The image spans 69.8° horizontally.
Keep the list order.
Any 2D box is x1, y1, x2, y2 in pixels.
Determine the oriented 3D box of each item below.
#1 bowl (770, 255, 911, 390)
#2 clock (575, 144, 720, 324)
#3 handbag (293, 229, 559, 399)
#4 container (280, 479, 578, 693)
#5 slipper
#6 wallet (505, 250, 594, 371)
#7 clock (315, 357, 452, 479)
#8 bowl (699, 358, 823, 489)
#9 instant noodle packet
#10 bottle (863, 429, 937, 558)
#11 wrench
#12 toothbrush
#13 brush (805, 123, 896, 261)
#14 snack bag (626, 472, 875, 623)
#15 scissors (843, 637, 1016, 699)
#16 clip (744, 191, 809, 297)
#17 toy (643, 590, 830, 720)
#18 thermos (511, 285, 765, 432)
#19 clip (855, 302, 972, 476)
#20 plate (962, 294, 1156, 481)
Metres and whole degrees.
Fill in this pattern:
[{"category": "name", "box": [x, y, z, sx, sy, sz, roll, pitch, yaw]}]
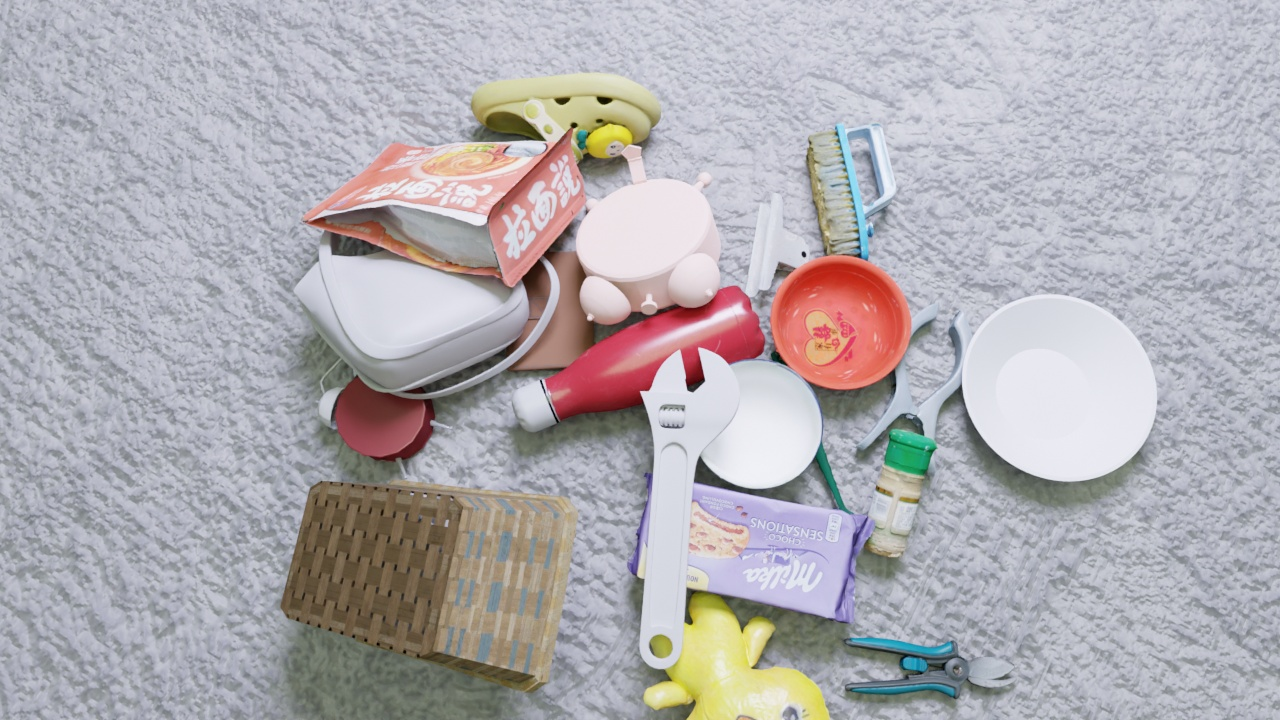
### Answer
[{"category": "bowl", "box": [0.186, -0.031, 0.870, 0.130, 0.045, 0.130, 0, 76, 2]}, {"category": "clock", "box": [0.004, -0.114, 0.855, 0.131, 0.086, 0.160, -11, 57, 13]}, {"category": "handbag", "box": [-0.213, -0.081, 0.875, 0.215, 0.096, 0.222, -25, 57, -25]}, {"category": "container", "box": [-0.154, 0.180, 0.773, 0.250, 0.186, 0.157, -1, 73, 40]}, {"category": "slipper", "box": [-0.076, -0.233, 0.907, 0.190, 0.091, 0.081, 2, 79, 6]}, {"category": "wallet", "box": [-0.089, -0.049, 0.899, 0.087, 0.013, 0.120, -2, 75, 1]}, {"category": "clock", "box": [-0.247, 0.045, 0.865, 0.124, 0.044, 0.087, 40, 81, 10]}, {"category": "bowl", "box": [0.104, 0.062, 0.841, 0.118, 0.062, 0.118, 0, 76, 1]}, {"category": "instant noodle packet", "box": [-0.186, -0.156, 0.865, 0.221, 0.084, 0.163, 10, 43, 22]}, {"category": "bottle", "box": [0.230, 0.119, 0.819, 0.043, 0.043, 0.111, 14, 96, 5]}, {"category": "wrench", "box": [0.038, 0.125, 0.791, 0.087, 0.018, 0.273, 3, 81, 7]}, {"category": "toothbrush", "box": [0.164, 0.077, 0.860, 0.016, 0.017, 0.189, -24, 75, 14]}, {"category": "brush", "box": [0.210, -0.160, 0.895, 0.075, 0.055, 0.135, -10, 77, 4]}, {"category": "snack bag", "box": [0.096, 0.166, 0.817, 0.205, 0.058, 0.096, 12, 79, 6]}, {"category": "scissors", "box": [0.248, 0.268, 0.809, 0.131, 0.019, 0.150, -42, 78, -7]}, {"category": "clip", "box": [0.133, -0.109, 0.904, 0.058, 0.054, 0.102, 1, 74, 38]}, {"category": "toy", "box": [0.082, 0.294, 0.776, 0.133, 0.092, 0.207, -29, 67, -7]}, {"category": "thermos", "box": [-0.005, 0.005, 0.853, 0.240, 0.073, 0.073, -22, 77, -3]}, {"category": "clip", "box": [0.250, 0.018, 0.867, 0.106, 0.028, 0.163, 17, 77, 7]}, {"category": "plate", "box": [0.382, 0.028, 0.854, 0.174, 0.036, 0.173, 0, 76, 2]}]
